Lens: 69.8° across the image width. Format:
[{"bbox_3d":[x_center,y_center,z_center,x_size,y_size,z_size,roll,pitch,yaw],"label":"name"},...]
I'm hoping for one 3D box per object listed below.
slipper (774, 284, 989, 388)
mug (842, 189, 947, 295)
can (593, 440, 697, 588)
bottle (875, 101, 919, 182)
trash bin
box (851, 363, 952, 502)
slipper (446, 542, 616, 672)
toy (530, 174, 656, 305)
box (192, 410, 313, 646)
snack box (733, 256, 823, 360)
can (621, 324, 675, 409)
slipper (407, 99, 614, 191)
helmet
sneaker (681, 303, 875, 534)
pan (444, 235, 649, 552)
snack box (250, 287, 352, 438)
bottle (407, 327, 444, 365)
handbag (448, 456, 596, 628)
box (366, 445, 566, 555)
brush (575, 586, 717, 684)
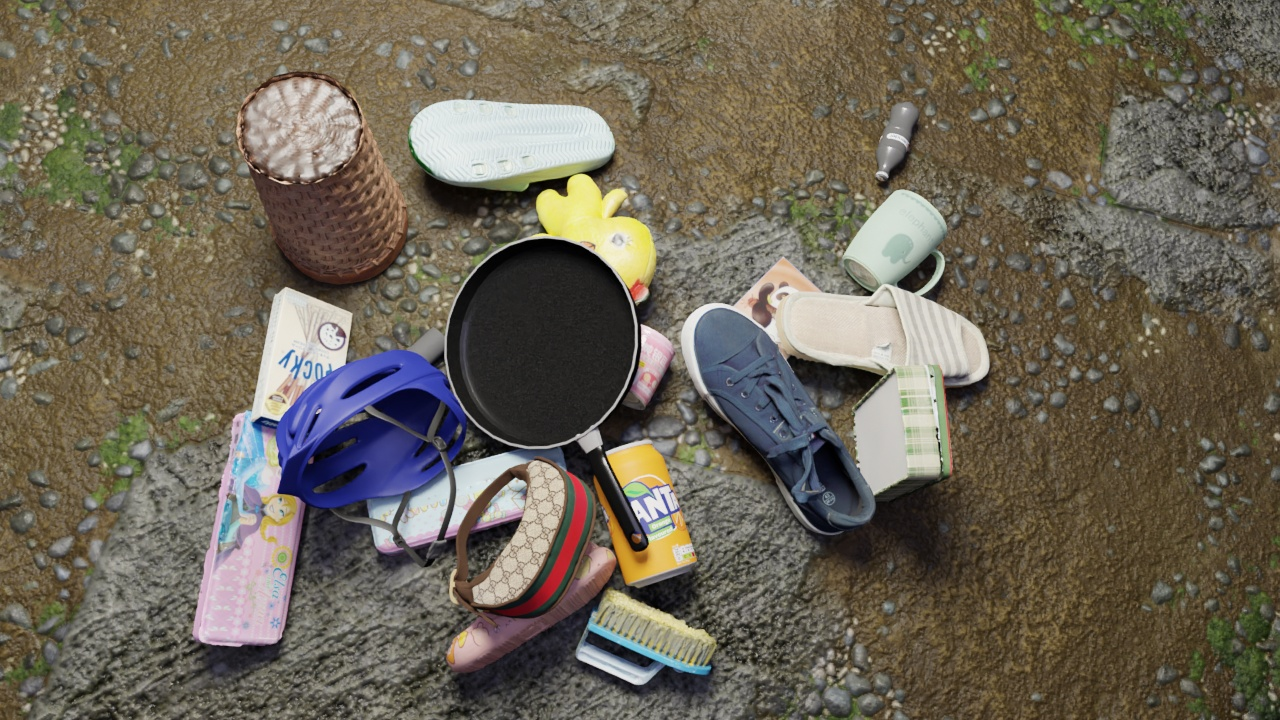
[{"bbox_3d":[0.282,-0.029,1.045,0.272,0.054,0.114,9,62,-16],"label":"slipper"},{"bbox_3d":[0.307,-0.126,1.088,0.111,0.084,0.104,44,84,-8],"label":"mug"},{"bbox_3d":[0.003,0.163,0.972,0.079,0.079,0.142,-16,77,-10],"label":"can"},{"bbox_3d":[0.318,-0.272,1.149,0.036,0.036,0.109,23,73,1],"label":"bottle"},{"bbox_3d":[-0.334,-0.185,0.965,0.151,0.210,0.151,1,75,-5],"label":"trash bin"},{"bbox_3d":[0.269,0.082,0.959,0.050,0.206,0.117,-4,73,0],"label":"box"},{"bbox_3d":[-0.120,0.238,0.937,0.197,0.093,0.081,-32,69,-13],"label":"slipper"},{"bbox_3d":[-0.054,-0.126,1.044,0.134,0.092,0.207,-30,70,6],"label":"toy"},{"bbox_3d":[-0.402,0.174,0.947,0.084,0.077,0.230,18,68,-40],"label":"box"},{"bbox_3d":[0.146,-0.039,1.067,0.087,0.034,0.151,43,76,6],"label":"snack box"},{"bbox_3d":[-0.006,0.006,1.021,0.067,0.067,0.076,28,74,2],"label":"can"},{"bbox_3d":[-0.148,-0.246,1.077,0.245,0.074,0.104,-10,74,-25],"label":"slipper"},{"bbox_3d":[-0.232,0.094,0.895,0.228,0.240,0.148,38,118,21],"label":"helmet"},{"bbox_3d":[0.151,0.062,0.968,0.120,0.127,0.294,-36,91,-16],"label":"sneaker"},{"bbox_3d":[-0.075,0.037,0.962,0.226,0.034,0.356,-32,75,15],"label":"pan"},{"bbox_3d":[-0.356,0.005,0.971,0.082,0.026,0.149,23,56,-41],"label":"snack box"},{"bbox_3d":[-0.260,0.012,1.011,0.030,0.030,0.112,43,75,6],"label":"bottle"},{"bbox_3d":[-0.123,0.176,0.900,0.139,0.063,0.166,5,65,40],"label":"handbag"},{"bbox_3d":[-0.180,0.146,0.979,0.214,0.036,0.076,-15,76,-10],"label":"box"},{"bbox_3d":[0.008,0.297,0.950,0.136,0.055,0.075,23,96,1],"label":"brush"}]
